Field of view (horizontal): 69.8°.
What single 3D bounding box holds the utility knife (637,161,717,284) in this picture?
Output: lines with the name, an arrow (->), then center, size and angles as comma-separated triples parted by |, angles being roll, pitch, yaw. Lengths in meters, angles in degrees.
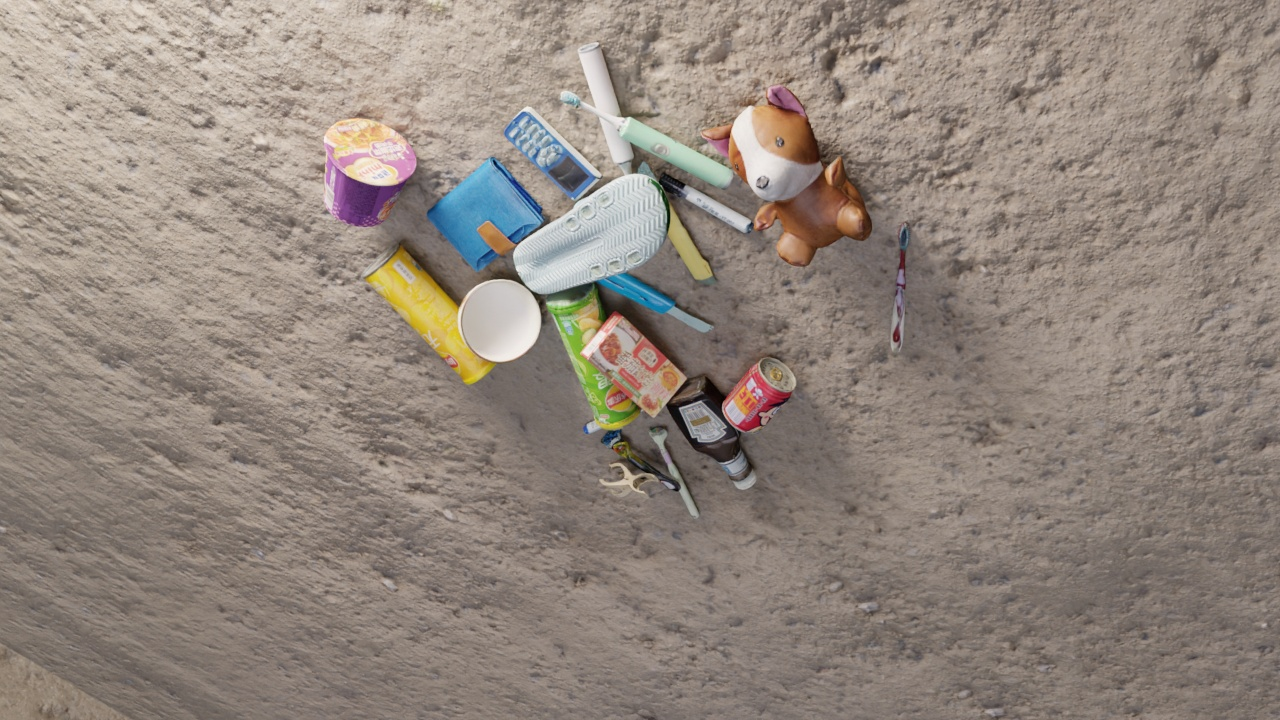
utility knife -> 0.043, -0.165, 1.145 | 0.031, 0.020, 0.195 | -12, 133, 30

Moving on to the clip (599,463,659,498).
clip -> -0.012, 0.176, 1.406 | 0.105, 0.080, 0.034 | -13, 130, 40

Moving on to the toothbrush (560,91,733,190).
toothbrush -> 0.009, -0.257, 1.063 | 0.224, 0.027, 0.027 | 24, 125, -16

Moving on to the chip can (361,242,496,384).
chip can -> -0.289, -0.063, 1.282 | 0.072, 0.071, 0.213 | -27, 116, 30

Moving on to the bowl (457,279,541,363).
bowl -> -0.200, -0.056, 1.259 | 0.113, 0.113, 0.062 | 52, 164, -24

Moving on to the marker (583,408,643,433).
marker -> -0.026, 0.079, 1.360 | 0.146, 0.016, 0.017 | -25, 117, 29

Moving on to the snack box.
snack box -> -0.007, 0.007, 1.245 | 0.075, 0.025, 0.153 | -49, 127, -4

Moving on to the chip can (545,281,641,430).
chip can -> -0.063, -0.009, 1.266 | 0.073, 0.072, 0.221 | -8, 125, 20

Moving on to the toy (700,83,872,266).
toy -> 0.165, -0.204, 1.033 | 0.140, 0.130, 0.199 | -24, 108, 35

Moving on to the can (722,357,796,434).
can -> 0.163, 0.048, 1.254 | 0.066, 0.066, 0.094 | 28, 128, -8

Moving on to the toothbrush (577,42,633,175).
toothbrush -> -0.028, -0.264, 1.088 | 0.026, 0.026, 0.221 | 12, 134, 39

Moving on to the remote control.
remote control -> -0.107, -0.252, 1.120 | 0.125, 0.024, 0.049 | 43, 125, -17

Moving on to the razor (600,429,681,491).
razor -> 0.002, 0.157, 1.397 | 0.142, 0.022, 0.043 | 38, 129, -3

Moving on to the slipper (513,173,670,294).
slipper -> -0.058, -0.153, 1.148 | 0.246, 0.074, 0.104 | -21, 106, 36

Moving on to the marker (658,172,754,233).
marker -> 0.080, -0.191, 1.123 | 0.130, 0.018, 0.023 | 29, 138, -7

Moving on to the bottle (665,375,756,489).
bottle -> 0.111, 0.110, 1.331 | 0.080, 0.043, 0.195 | -19, 121, 27

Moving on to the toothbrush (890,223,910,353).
toothbrush -> 0.324, -0.084, 1.142 | 0.016, 0.017, 0.188 | 3, 127, 13

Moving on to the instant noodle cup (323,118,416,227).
instant noodle cup -> -0.347, -0.229, 1.155 | 0.111, 0.111, 0.099 | 27, 138, -7

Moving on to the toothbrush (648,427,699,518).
toothbrush -> 0.057, 0.177, 1.413 | 0.029, 0.020, 0.190 | -6, 126, 27

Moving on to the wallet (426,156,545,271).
wallet -> -0.201, -0.186, 1.189 | 0.133, 0.040, 0.106 | -30, 110, 32

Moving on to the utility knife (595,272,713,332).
utility knife -> 0.005, -0.088, 1.222 | 0.206, 0.018, 0.034 | 27, 128, -8
